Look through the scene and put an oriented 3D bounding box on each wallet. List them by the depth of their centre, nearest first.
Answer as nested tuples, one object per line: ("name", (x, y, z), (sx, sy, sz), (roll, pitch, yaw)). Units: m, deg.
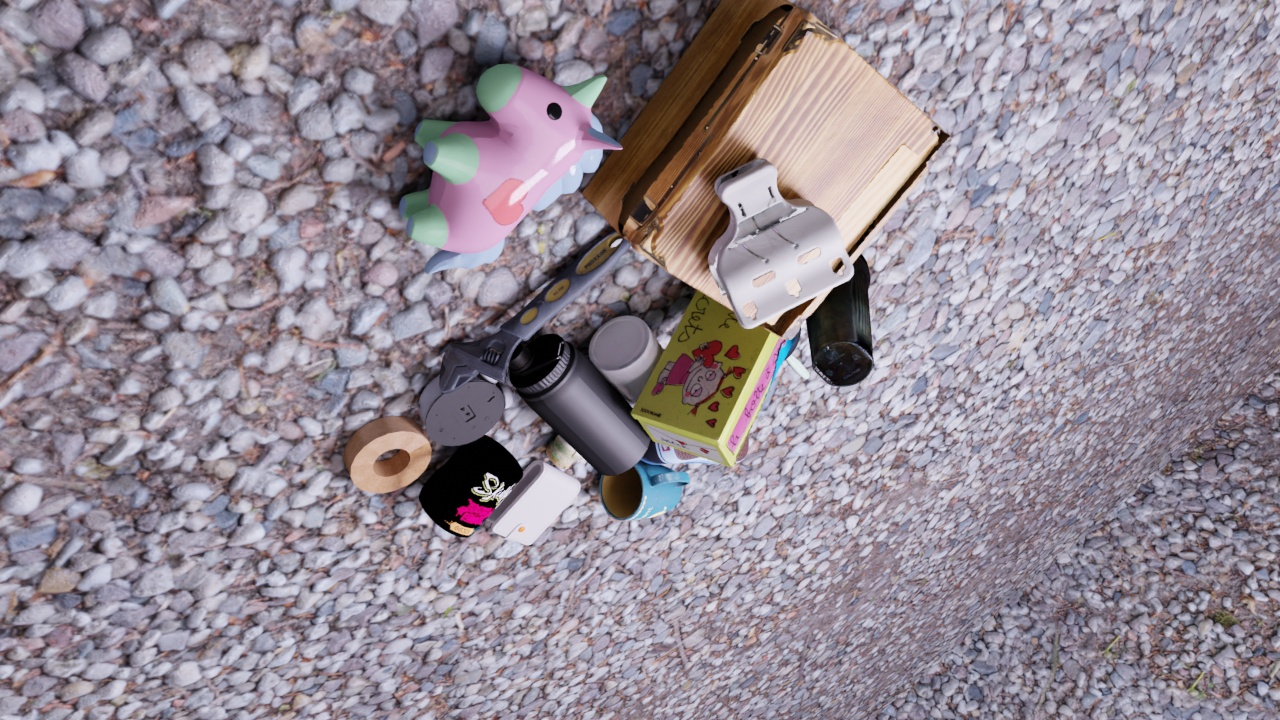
("wallet", (-0.138, 0.198, 1.243), (0.118, 0.037, 0.115), (-47, 140, 4))

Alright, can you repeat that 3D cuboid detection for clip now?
("clip", (0.121, -0.122, 0.897), (0.126, 0.101, 0.152), (-28, 97, -1))

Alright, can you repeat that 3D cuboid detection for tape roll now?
("tape roll", (-0.288, 0.108, 1.047), (0.093, 0.027, 0.094), (-21, 137, -21))

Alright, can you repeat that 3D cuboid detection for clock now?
("clock", (-0.197, 0.045, 1.053), (0.122, 0.035, 0.094), (-33, 140, -9))

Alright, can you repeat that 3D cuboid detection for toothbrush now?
("toothbrush", (0.216, -0.005, 1.339), (0.154, 0.015, 0.022), (38, 69, -51))

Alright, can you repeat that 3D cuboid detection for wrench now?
("wrench", (-0.113, -0.055, 1.011), (0.273, 0.073, 0.022), (-42, 166, -5))

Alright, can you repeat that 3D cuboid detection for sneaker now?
("sneaker", (0.067, 0.109, 1.308), (0.240, 0.098, 0.083), (4, 82, -55))

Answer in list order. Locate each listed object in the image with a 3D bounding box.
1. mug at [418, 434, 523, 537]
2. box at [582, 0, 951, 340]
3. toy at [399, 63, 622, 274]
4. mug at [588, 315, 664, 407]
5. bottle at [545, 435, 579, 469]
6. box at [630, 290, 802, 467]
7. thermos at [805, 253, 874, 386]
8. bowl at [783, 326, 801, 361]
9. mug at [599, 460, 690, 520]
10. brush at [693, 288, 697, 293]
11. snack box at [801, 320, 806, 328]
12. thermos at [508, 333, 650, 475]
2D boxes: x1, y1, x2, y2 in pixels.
("mug", (-0.212, 0.147, 1.093), (0.098, 0.082, 0.118), (-49, 155, 11))
("box", (0.125, -0.202, 0.952), (0.251, 0.192, 0.280), (22, 113, -45))
("toy", (-0.124, -0.171, 0.853), (0.171, 0.120, 0.223), (4, 124, -28))
("mug", (-0.007, 0.007, 1.126), (0.082, 0.082, 0.105), (-38, 140, -2))
("bottle", (-0.074, 0.090, 1.185), (0.111, 0.043, 0.043), (-48, 140, 12))
("box", (0.096, 0.003, 1.088), (0.220, 0.124, 0.079), (-61, 147, -18))
("thermos", (0.245, -0.065, 1.154), (0.098, 0.220, 0.098), (4, 131, 4))
("bowl", (0.148, -0.039, 1.199), (0.114, 0.114, 0.045), (-29, 170, -12))
("mug", (0.017, 0.178, 1.295), (0.112, 0.084, 0.104), (-23, 160, 35))
("brush", (0.118, -0.131, 1.148), (0.136, 0.015, 0.050), (-41, 140, 12))
("snack box", (0.184, -0.048, 1.248), (0.148, 0.040, 0.029), (-29, 164, -13))
("thermos", (-0.076, 0.046, 1.074), (0.086, 0.086, 0.198), (-40, 127, 1))
